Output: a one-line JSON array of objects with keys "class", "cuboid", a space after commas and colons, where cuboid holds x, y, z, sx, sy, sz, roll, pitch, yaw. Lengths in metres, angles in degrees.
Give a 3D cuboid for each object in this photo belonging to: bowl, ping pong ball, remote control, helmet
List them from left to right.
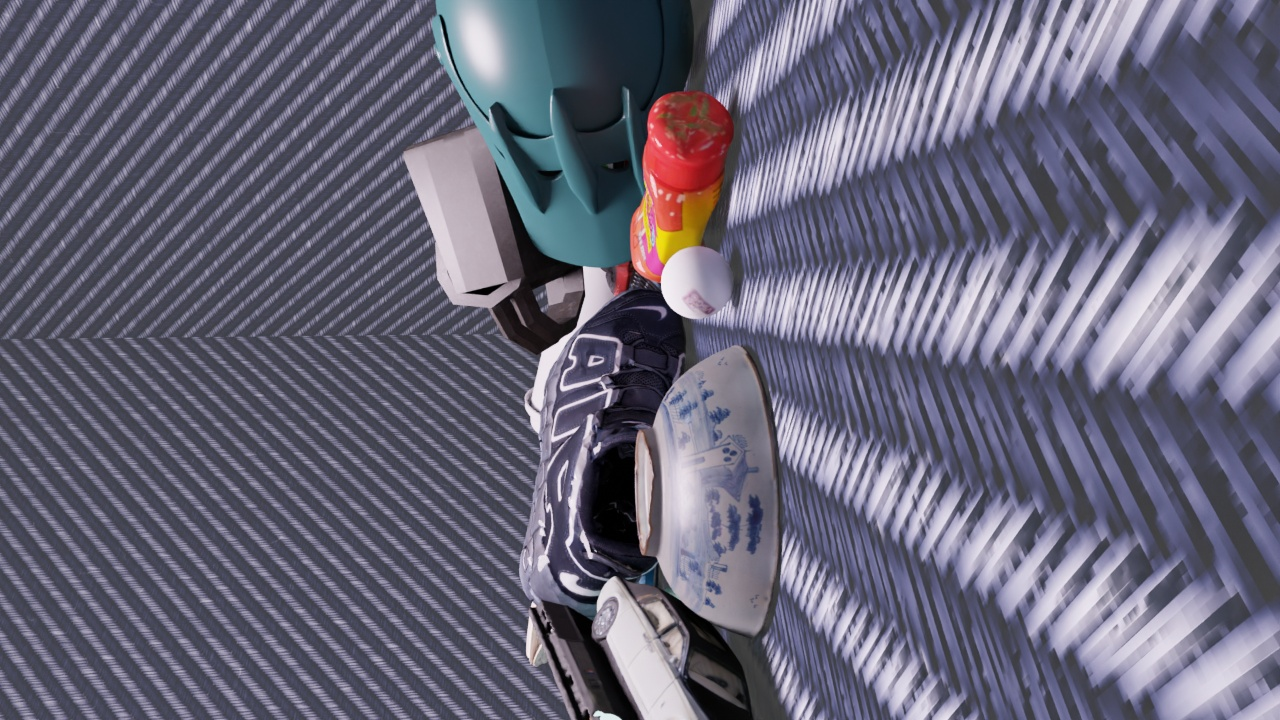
[{"class": "helmet", "cuboid": [-0.047, -0.216, 0.663, 0.275, 0.176, 0.199, 76, -168, -49]}, {"class": "remote control", "cuboid": [0.011, -0.052, 0.766, 0.045, 0.021, 0.141, 46, 166, 5]}, {"class": "bowl", "cuboid": [0.028, 0.068, 0.482, 0.151, 0.056, 0.150, 178, 92, -84]}, {"class": "ping pong ball", "cuboid": [0.032, -0.043, 0.510, 0.040, 0.040, 0.040, 178, 92, -85]}]

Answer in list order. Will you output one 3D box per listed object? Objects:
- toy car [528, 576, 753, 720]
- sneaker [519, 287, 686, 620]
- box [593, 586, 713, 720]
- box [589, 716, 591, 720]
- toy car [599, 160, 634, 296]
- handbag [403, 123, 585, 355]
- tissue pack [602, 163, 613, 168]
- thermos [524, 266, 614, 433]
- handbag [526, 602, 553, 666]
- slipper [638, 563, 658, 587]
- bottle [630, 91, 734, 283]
[{"class": "toy car", "cuboid": [0.013, 0.167, 0.469, 0.071, 0.094, 0.192, -54, 21, 1]}, {"class": "sneaker", "cuboid": [-0.010, 0.044, 0.616, 0.151, 0.097, 0.252, 137, 148, -63]}, {"class": "box", "cuboid": [0.003, 0.238, 0.560, 0.139, 0.052, 0.186, -46, 26, 22]}, {"class": "box", "cuboid": [-0.037, 0.312, 1.032, 0.254, 0.068, 0.246, 111, 156, -49]}, {"class": "toy car", "cuboid": [-0.009, -0.153, 0.827, 0.082, 0.056, 0.189, 109, 164, -74]}, {"class": "handbag", "cuboid": [-0.107, -0.106, 0.822, 0.196, 0.102, 0.199, -36, -66, -65]}, {"class": "tissue pack", "cuboid": [-0.028, -0.174, 0.944, 0.099, 0.034, 0.113, 57, -167, -30]}, {"class": "thermos", "cuboid": [-0.052, -0.026, 1.011, 0.131, 0.131, 0.222, -105, 23, -69]}, {"class": "handbag", "cuboid": [-0.047, 0.155, 0.757, 0.195, 0.101, 0.197, 94, -161, -61]}, {"class": "slipper", "cuboid": [-0.031, 0.254, 0.867, 0.118, 0.060, 0.294, -38, 47, 37]}, {"class": "bottle", "cuboid": [0.023, -0.103, 0.552, 0.134, 0.048, 0.071, 102, 168, -64]}]
